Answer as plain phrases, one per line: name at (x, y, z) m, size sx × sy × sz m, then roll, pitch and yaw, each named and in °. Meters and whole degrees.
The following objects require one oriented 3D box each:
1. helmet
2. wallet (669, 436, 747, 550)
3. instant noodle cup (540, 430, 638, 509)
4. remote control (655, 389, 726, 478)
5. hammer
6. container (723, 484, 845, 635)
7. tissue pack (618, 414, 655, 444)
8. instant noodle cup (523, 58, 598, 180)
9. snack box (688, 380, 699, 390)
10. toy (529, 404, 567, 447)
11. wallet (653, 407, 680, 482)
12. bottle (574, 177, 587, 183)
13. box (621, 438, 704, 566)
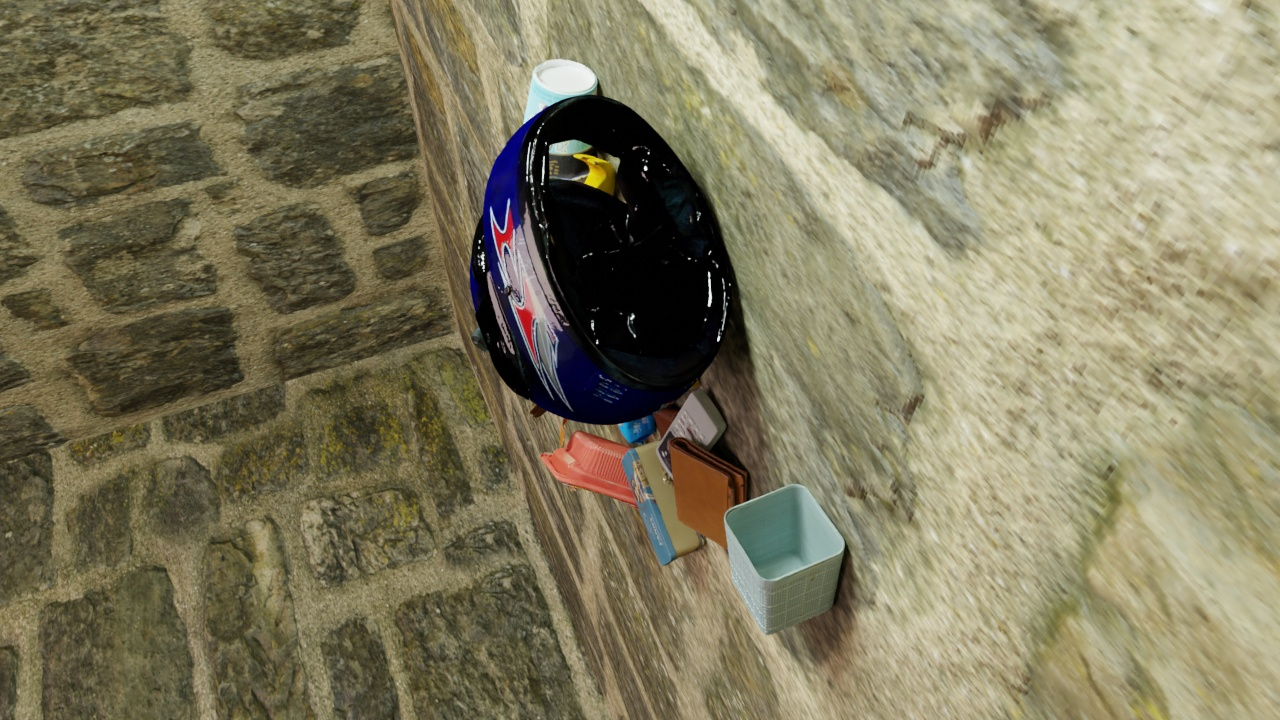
helmet at (-0.061, -0.089, 0.940) m, size 0.241 × 0.246 × 0.315 m, roll -8°, pitch 109°, yaw 57°
wallet at (0.082, 0.161, 1.091) m, size 0.108 × 0.031 × 0.132 m, roll 26°, pitch 140°, yaw 35°
instant noodle cup at (-0.054, 0.168, 1.430) m, size 0.079 × 0.188 × 0.164 m, roll -70°, pitch 21°, yaw 1°
remote control at (0.058, 0.095, 1.110) m, size 0.058 × 0.021 × 0.150 m, roll 56°, pitch 147°, yaw 21°
hammer at (-0.109, -0.131, 1.097) m, size 0.033 × 0.299 × 0.129 m, roll 22°, pitch 151°, yaw 17°
container at (0.137, 0.197, 0.889) m, size 0.112 × 0.090 × 0.090 m, roll 84°, pitch 162°, yaw -44°
tissue pack at (-0.019, 0.044, 1.331) m, size 0.157 × 0.052 × 0.095 m, roll 88°, pitch 159°, yaw -44°
instant noodle cup at (-0.101, -0.305, 1.149) m, size 0.121 × 0.111 × 0.111 m, roll 101°, pitch 149°, yaw -47°
snack box at (0.014, 0.008, 1.148) m, size 0.141 × 0.033 × 0.087 m, roll -25°, pitch 82°, yaw 57°
toy at (-0.092, 0.023, 1.405) m, size 0.246 × 0.090 × 0.227 m, roll 12°, pitch -79°, yaw -81°
wallet at (0.050, 0.121, 1.219) m, size 0.101 × 0.032 × 0.124 m, roll -172°, pitch 67°, yaw -76°
bottle at (-0.094, -0.237, 1.263) m, size 0.108 × 0.063 × 0.063 m, roll -134°, pitch 30°, yaw -60°
box at (0.034, 0.208, 1.315) m, size 0.090 × 0.061 × 0.184 m, roll 111°, pitch 140°, yaw -68°
